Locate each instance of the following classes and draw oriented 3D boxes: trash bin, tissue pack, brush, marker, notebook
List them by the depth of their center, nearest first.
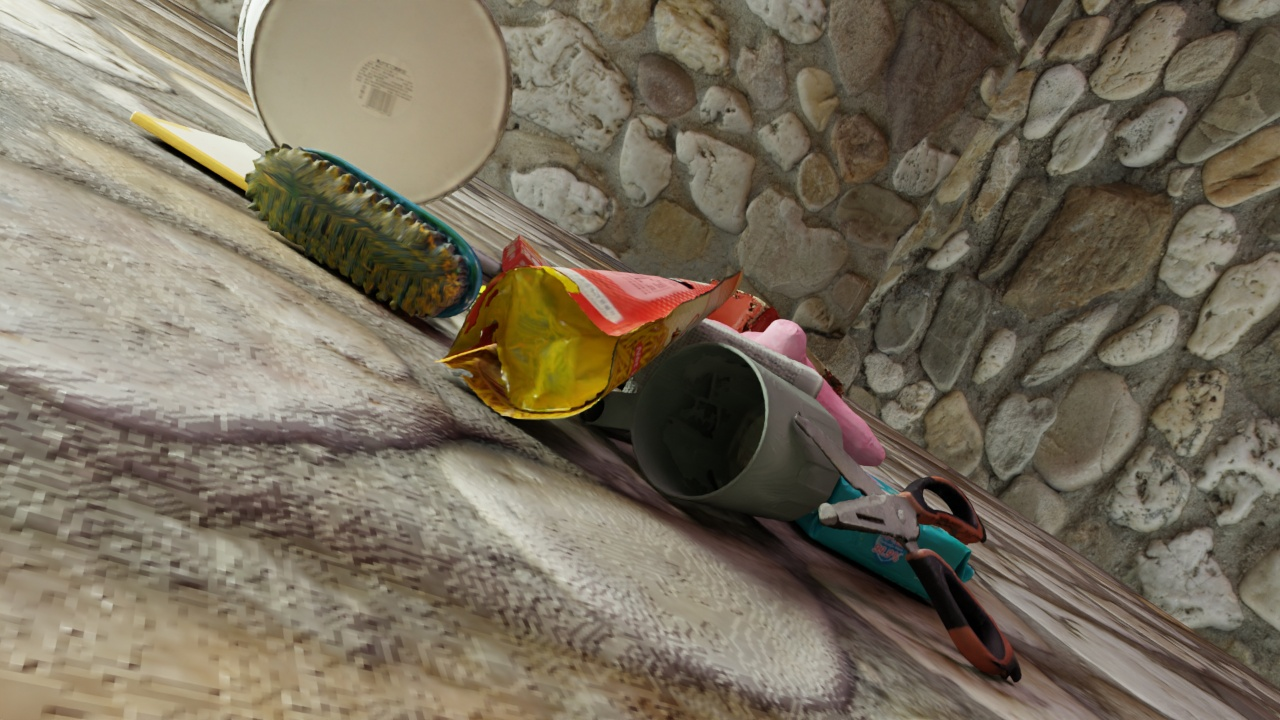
[{"bbox_3d":[-0.153,-0.074,0.532,0.144,0.055,0.073,32,8,6],"label":"brush"},{"bbox_3d":[0.155,0.107,0.626,0.133,0.050,0.093,30,6,-17],"label":"tissue pack"},{"bbox_3d":[-0.220,-0.102,0.630,0.206,0.010,0.145,32,6,-1],"label":"notebook"},{"bbox_3d":[-0.217,-0.242,0.757,0.229,0.230,0.252,28,10,-26],"label":"trash bin"},{"bbox_3d":[-0.188,-0.118,0.865,0.145,0.017,0.017,33,7,5],"label":"marker"}]

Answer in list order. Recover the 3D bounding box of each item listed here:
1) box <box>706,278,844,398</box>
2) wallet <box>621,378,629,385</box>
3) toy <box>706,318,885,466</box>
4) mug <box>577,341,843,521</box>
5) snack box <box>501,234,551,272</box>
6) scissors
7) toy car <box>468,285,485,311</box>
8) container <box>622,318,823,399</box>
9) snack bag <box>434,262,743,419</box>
[{"bbox_3d":[0.123,-0.007,0.878,0.168,0.078,0.091,41,-5,-37],"label":"box"},{"bbox_3d":[-0.004,0.004,0.753,0.101,0.032,0.124,28,6,-7],"label":"wallet"},{"bbox_3d":[0.111,0.038,0.772,0.179,0.074,0.194,1,-44,55],"label":"toy"},{"bbox_3d":[0.042,0.042,0.524,0.124,0.083,0.103,5,-12,38],"label":"mug"},{"bbox_3d":[-0.096,-0.078,0.870,0.075,0.025,0.153,46,3,-15],"label":"snack box"},{"bbox_3d":[0.157,0.098,0.520,0.226,0.015,0.188,56,30,-5],"label":"scissors"},{"bbox_3d":[-0.077,-0.023,0.613,0.048,0.032,0.105,27,10,-39],"label":"toy car"},{"bbox_3d":[0.054,0.022,0.644,0.114,0.090,0.090,29,6,3],"label":"container"},{"bbox_3d":[-0.019,-0.025,0.518,0.129,0.073,0.207,-10,7,20],"label":"snack bag"}]
